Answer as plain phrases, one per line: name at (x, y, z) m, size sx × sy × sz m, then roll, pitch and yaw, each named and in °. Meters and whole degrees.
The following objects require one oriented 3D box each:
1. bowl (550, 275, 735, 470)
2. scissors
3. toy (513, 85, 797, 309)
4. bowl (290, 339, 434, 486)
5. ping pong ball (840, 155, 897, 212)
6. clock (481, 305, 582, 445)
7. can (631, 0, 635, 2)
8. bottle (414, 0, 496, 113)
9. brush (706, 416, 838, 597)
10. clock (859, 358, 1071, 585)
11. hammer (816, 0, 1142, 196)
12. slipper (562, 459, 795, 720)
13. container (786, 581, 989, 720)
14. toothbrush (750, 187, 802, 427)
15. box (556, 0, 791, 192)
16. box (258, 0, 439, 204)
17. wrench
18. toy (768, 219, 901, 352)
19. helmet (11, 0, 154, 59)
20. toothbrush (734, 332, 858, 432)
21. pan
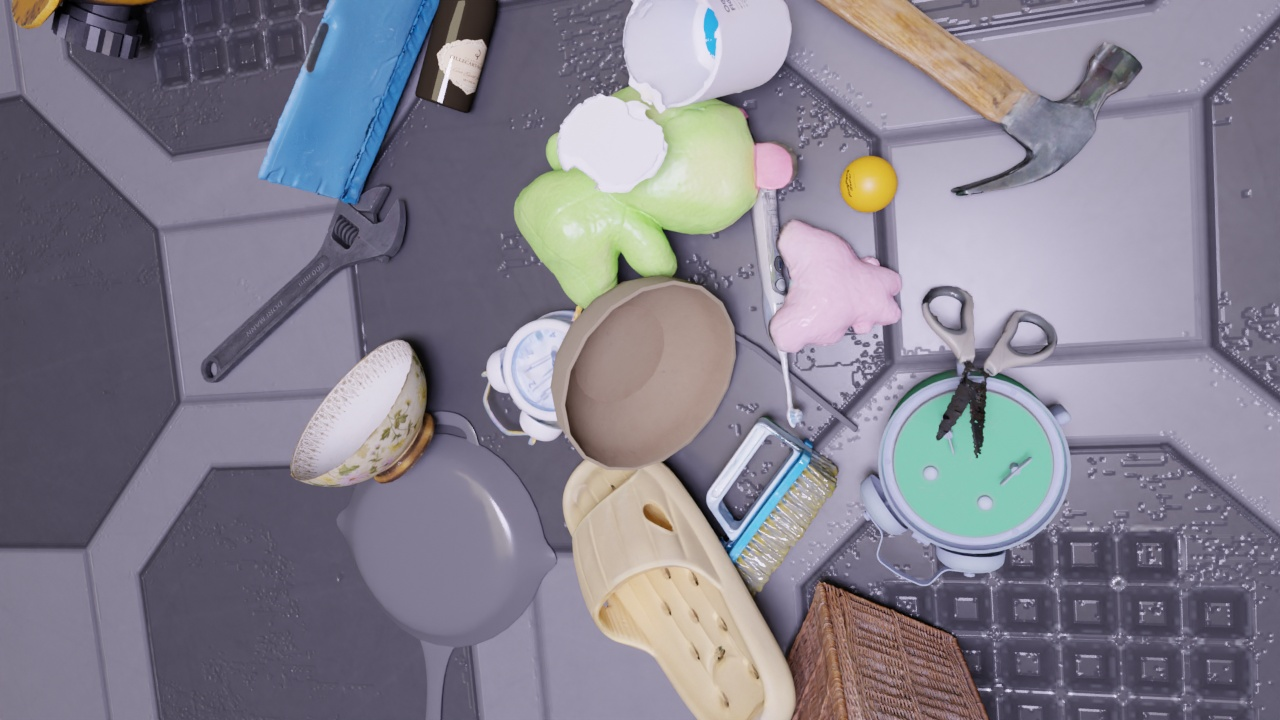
bowl at (-0.004, 0.004, 0.685) m, size 0.050 × 0.152 × 0.152 m, roll 37°, pitch 109°, yaw 47°
scissors at (0.217, -0.001, 0.610) m, size 0.150 × 0.164 × 0.013 m, roll 50°, pitch 148°, yaw 37°
toy at (-0.005, -0.131, 0.679) m, size 0.197 × 0.107 × 0.150 m, roll -43°, pitch 70°, yaw 21°
bowl at (-0.220, 0.057, 0.771) m, size 0.145 × 0.145 × 0.063 m, roll -36°, pitch 123°, yaw 18°
ping pong ball at (0.164, -0.126, 0.658) m, size 0.040 × 0.040 × 0.040 m, roll 2°, pitch 97°, yaw 17°
clock at (-0.075, 0.014, 0.745) m, size 0.126 × 0.051 × 0.089 m, roll -39°, pitch 85°, yaw 20°
can at (0.036, -0.296, 0.671) m, size 0.102 × 0.054 × 0.055 m, roll -39°, pitch 84°, yaw 17°
bottle at (-0.133, -0.294, 0.729) m, size 0.045 × 0.045 × 0.185 m, roll 21°, pitch 102°, yaw 14°
brush at (0.085, 0.117, 0.702) m, size 0.075 × 0.055 × 0.136 m, roll 34°, pitch 105°, yaw 6°
clock at (0.222, 0.086, 0.646) m, size 0.122 × 0.075 × 0.162 m, roll 29°, pitch 105°, yaw 13°
hammer at (0.160, -0.235, 0.623) m, size 0.330 × 0.033 × 0.132 m, roll 35°, pitch 110°, yaw -1°
slipper at (0.012, 0.168, 0.678) m, size 0.111 × 0.079 × 0.261 m, roll -51°, pitch 59°, yaw 21°
container at (0.161, 0.257, 0.622) m, size 0.113 × 0.198 × 0.114 m, roll 18°, pitch 106°, yaw 2°
toothbrush at (0.102, -0.042, 0.691) m, size 0.024 × 0.022 × 0.185 m, roll -8°, pitch 89°, yaw 47°
box at (0.023, -0.182, 0.601) m, size 0.084 × 0.146 × 0.137 m, roll 46°, pitch 130°, yaw 12°
box at (-0.246, -0.252, 0.728) m, size 0.094 × 0.112 × 0.232 m, roll 32°, pitch 102°, yaw 21°
wrench at (-0.308, -0.061, 0.824) m, size 0.274 × 0.018 × 0.073 m, roll -37°, pitch 76°, yaw 19°
toy at (0.143, -0.050, 0.667) m, size 0.096 × 0.053 × 0.099 m, roll 7°, pitch 79°, yaw -3°
helmet at (-0.419, -0.384, 0.762) m, size 0.205 × 0.131 × 0.256 m, roll 42°, pitch 115°, yaw 41°
toothbrush at (0.100, 0.001, 0.707) m, size 0.167 × 0.013 × 0.013 m, roll 40°, pitch 98°, yaw 9°
pan at (-0.184, 0.223, 0.816) m, size 0.217 × 0.024 × 0.355 m, roll 7°, pitch 98°, yaw 17°
